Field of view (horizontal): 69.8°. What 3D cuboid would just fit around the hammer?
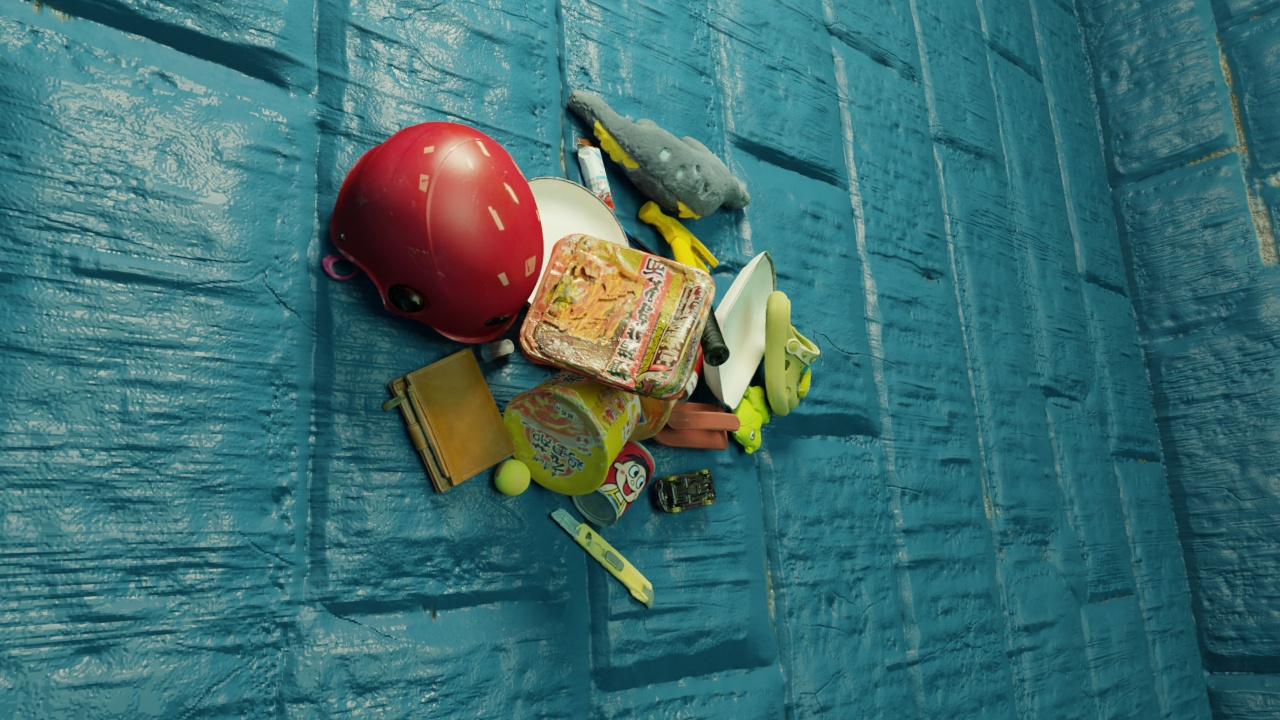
[{"bbox_3d":[0.070,-0.097,1.202,0.128,0.033,0.300,33,27,-31],"label":"hammer"}]

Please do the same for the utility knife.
[{"bbox_3d":[-0.043,0.238,1.111,0.190,0.020,0.030,43,46,-20],"label":"utility knife"}]

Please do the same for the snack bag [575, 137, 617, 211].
[{"bbox_3d":[-0.060,-0.248,1.225,0.048,0.026,0.104,-8,83,-56],"label":"snack bag"}]

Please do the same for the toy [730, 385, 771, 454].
[{"bbox_3d":[0.157,0.082,1.328,0.099,0.031,0.096,-24,95,-49],"label":"toy"}]

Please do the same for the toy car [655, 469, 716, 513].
[{"bbox_3d":[0.057,0.172,1.207,0.106,0.031,0.049,-4,80,-45],"label":"toy car"}]

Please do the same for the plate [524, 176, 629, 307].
[{"bbox_3d":[-0.100,-0.131,1.131,0.192,0.039,0.192,12,67,-31],"label":"plate"}]

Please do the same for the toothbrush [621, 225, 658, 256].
[{"bbox_3d":[0.019,-0.146,1.278,0.189,0.014,0.016,38,54,-28],"label":"toothbrush"}]

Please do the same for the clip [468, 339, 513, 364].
[{"bbox_3d":[-0.169,-0.012,1.060,0.058,0.043,0.027,-16,87,-48],"label":"clip"}]

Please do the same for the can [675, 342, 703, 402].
[{"bbox_3d":[0.065,-0.008,1.252,0.053,0.053,0.132,45,52,-25],"label":"can"}]

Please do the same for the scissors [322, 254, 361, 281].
[{"bbox_3d":[-0.286,-0.115,0.983,0.133,0.017,0.130,52,47,-24],"label":"scissors"}]

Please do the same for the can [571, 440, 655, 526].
[{"bbox_3d":[-0.031,0.145,1.108,0.066,0.067,0.093,57,47,-15],"label":"can"}]

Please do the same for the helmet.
[{"bbox_3d":[-0.186,-0.143,0.959,0.240,0.144,0.206,48,49,-14],"label":"helmet"}]

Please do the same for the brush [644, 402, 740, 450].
[{"bbox_3d":[0.064,0.085,1.213,0.145,0.069,0.063,7,72,-42],"label":"brush"}]

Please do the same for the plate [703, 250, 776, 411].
[{"bbox_3d":[0.141,-0.046,1.299,0.264,0.034,0.162,-56,146,-46],"label":"plate"}]

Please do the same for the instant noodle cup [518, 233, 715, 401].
[{"bbox_3d":[-0.026,-0.041,0.999,0.189,0.079,0.164,19,66,4],"label":"instant noodle cup"}]

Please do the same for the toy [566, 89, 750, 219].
[{"bbox_3d":[0.050,-0.270,1.301,0.355,0.092,0.137,19,38,-40],"label":"toy"}]

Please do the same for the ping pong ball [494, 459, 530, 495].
[{"bbox_3d":[-0.143,0.131,1.025,0.040,0.040,0.040,14,68,-40],"label":"ping pong ball"}]

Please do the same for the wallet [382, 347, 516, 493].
[{"bbox_3d":[-0.204,0.065,0.990,0.118,0.035,0.130,-27,98,-39],"label":"wallet"}]

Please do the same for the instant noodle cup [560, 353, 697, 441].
[{"bbox_3d":[-0.007,0.007,1.124,0.151,0.152,0.111,60,38,-12],"label":"instant noodle cup"}]

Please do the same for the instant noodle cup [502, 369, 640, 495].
[{"bbox_3d":[-0.070,0.069,1.053,0.138,0.138,0.109,61,39,-12],"label":"instant noodle cup"}]

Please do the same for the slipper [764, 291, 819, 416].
[{"bbox_3d":[0.220,-0.008,1.333,0.091,0.082,0.191,-71,157,-68],"label":"slipper"}]
